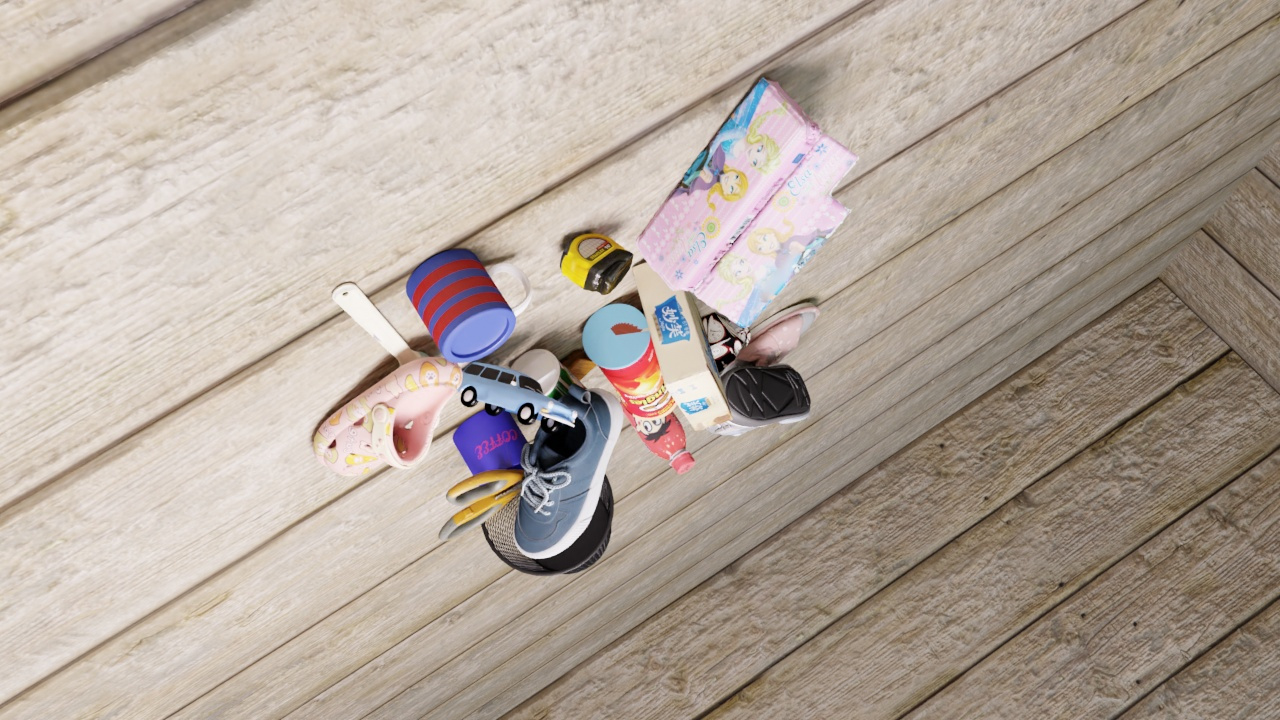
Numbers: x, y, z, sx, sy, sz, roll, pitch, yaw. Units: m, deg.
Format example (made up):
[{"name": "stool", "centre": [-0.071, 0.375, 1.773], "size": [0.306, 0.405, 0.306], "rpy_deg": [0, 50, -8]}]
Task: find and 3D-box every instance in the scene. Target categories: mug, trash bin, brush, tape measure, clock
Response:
[{"name": "mug", "centre": [-0.180, 0.122, 1.157], "size": [0.079, 0.083, 0.111], "rpy_deg": [-28, 157, -16]}, {"name": "mug", "centre": [-0.151, -0.055, 0.857], "size": [0.111, 0.076, 0.075], "rpy_deg": [-21, 153, -31]}, {"name": "trash bin", "centre": [-0.123, 0.232, 1.352], "size": [0.184, 0.184, 0.210], "rpy_deg": [-32, 163, -7]}, {"name": "brush", "centre": [-0.111, 0.035, 1.168], "size": [0.127, 0.017, 0.048], "rpy_deg": [-43, 156, 19]}, {"name": "tape measure", "centre": [-0.047, -0.098, 0.931], "size": [0.065, 0.064, 0.037], "rpy_deg": [-55, 168, -47]}, {"name": "clock", "centre": [0.105, -0.008, 1.320], "size": [0.154, 0.065, 0.115], "rpy_deg": [-8, 146, -46]}, {"name": "brush", "centre": [-0.242, -0.021, 0.886], "size": [0.033, 0.012, 0.218], "rpy_deg": [-32, 156, -5]}]

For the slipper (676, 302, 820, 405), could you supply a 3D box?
[{"name": "slipper", "centre": [0.173, -0.001, 1.445], "size": [0.274, 0.054, 0.114], "rpy_deg": [-32, 158, -6]}]

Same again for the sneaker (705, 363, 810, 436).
[{"name": "sneaker", "centre": [0.139, 0.074, 1.377], "size": [0.161, 0.093, 0.256], "rpy_deg": [-28, 166, 33]}]

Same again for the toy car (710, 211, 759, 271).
[{"name": "toy car", "centre": [0.133, -0.137, 1.081], "size": [0.169, 0.062, 0.070], "rpy_deg": [-19, 150, -39]}]

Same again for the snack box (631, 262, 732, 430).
[{"name": "snack box", "centre": [0.054, -0.015, 1.113], "size": [0.055, 0.153, 0.207], "rpy_deg": [-19, 158, 7]}]

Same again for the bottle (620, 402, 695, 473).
[{"name": "bottle", "centre": [0.030, 0.103, 1.343], "size": [0.062, 0.137, 0.062], "rpy_deg": [-29, 156, -15]}]

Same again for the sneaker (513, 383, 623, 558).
[{"name": "sneaker", "centre": [-0.098, 0.132, 1.051], "size": [0.087, 0.089, 0.236], "rpy_deg": [-2, 120, -57]}]

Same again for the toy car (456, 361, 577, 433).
[{"name": "toy car", "centre": [-0.137, 0.039, 0.999], "size": [0.056, 0.153, 0.054], "rpy_deg": [29, 77, -56]}]

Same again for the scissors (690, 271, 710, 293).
[{"name": "scissors", "centre": [0.091, -0.139, 1.116], "size": [0.171, 0.021, 0.173], "rpy_deg": [-6, 139, -45]}]

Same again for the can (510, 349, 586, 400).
[{"name": "can", "centre": [-0.103, 0.041, 1.097], "size": [0.067, 0.067, 0.121], "rpy_deg": [-36, 146, 3]}]

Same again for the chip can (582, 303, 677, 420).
[{"name": "chip can", "centre": [-0.007, 0.007, 1.170], "size": [0.087, 0.087, 0.213], "rpy_deg": [-35, 157, -1]}]

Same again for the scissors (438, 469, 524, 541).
[{"name": "scissors", "centre": [-0.156, 0.156, 1.125], "size": [0.224, 0.016, 0.176], "rpy_deg": [-14, 148, -45]}]

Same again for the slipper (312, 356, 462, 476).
[{"name": "slipper", "centre": [-0.255, 0.072, 0.942], "size": [0.198, 0.081, 0.093], "rpy_deg": [-37, 156, 26]}]

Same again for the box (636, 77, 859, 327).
[{"name": "box", "centre": [0.110, -0.149, 0.940], "size": [0.231, 0.161, 0.061], "rpy_deg": [-50, 175, 32]}]
